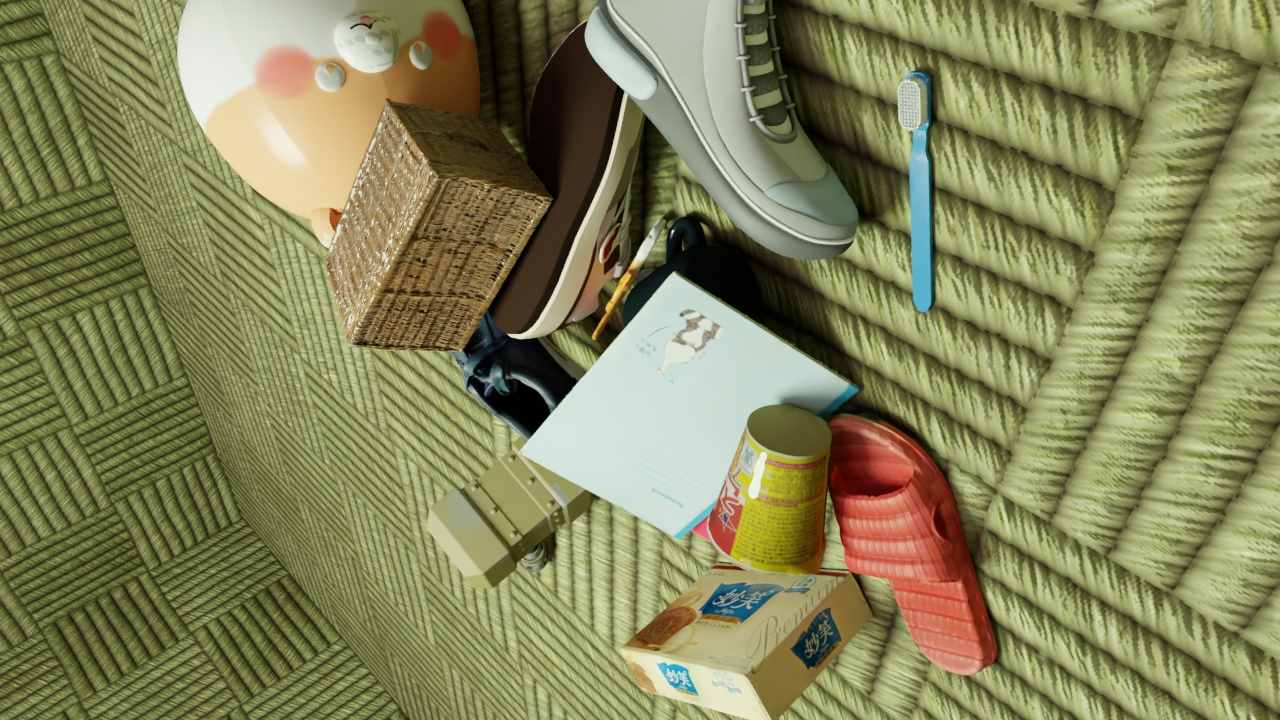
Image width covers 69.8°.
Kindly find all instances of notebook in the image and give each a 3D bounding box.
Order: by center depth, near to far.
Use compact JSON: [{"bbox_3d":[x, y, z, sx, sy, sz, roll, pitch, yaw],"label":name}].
[{"bbox_3d":[0.032,0.052,0.778,0.181,0.009,0.254,30,129,-15],"label":"notebook"}]

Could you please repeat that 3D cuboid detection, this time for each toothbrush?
[{"bbox_3d":[0.182,-0.105,0.603,0.016,0.014,0.167,21,132,44],"label":"toothbrush"}]

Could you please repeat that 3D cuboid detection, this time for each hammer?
[{"bbox_3d":[-0.152,0.225,1.205,0.100,0.190,0.325,46,163,18],"label":"hammer"}]

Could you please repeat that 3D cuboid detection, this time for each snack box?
[{"bbox_3d":[0.096,0.263,0.886,0.208,0.153,0.055,-15,106,56],"label":"snack box"}]

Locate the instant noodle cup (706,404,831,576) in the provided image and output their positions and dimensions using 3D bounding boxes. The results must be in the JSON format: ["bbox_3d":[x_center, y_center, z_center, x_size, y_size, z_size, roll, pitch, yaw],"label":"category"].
[{"bbox_3d":[0.109,0.099,0.742,0.100,0.100,0.113,31,131,36],"label":"instant noodle cup"}]

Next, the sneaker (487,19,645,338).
[{"bbox_3d":[-0.036,-0.147,0.802,0.112,0.116,0.294,42,125,34],"label":"sneaker"}]

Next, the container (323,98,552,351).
[{"bbox_3d":[-0.182,-0.111,0.784,0.199,0.113,0.112,-54,53,30],"label":"container"}]

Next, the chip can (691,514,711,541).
[{"bbox_3d":[0.051,0.133,0.917,0.221,0.069,0.069,21,132,44],"label":"chip can"}]

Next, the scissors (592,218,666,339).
[{"bbox_3d":[-0.010,-0.073,0.804,0.011,0.131,0.125,29,178,-4],"label":"scissors"}]

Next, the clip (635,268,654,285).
[{"bbox_3d":[-0.007,0.006,0.893,0.165,0.031,0.168,147,127,-75],"label":"clip"}]

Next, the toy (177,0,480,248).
[{"bbox_3d":[-0.273,-0.253,0.850,0.266,0.262,0.281,-13,100,64],"label":"toy"}]

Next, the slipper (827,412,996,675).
[{"bbox_3d":[0.210,0.158,0.738,0.104,0.059,0.249,-11,108,56],"label":"slipper"}]

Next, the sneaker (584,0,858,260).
[{"bbox_3d":[0.080,-0.199,0.608,0.256,0.092,0.161,50,138,11],"label":"sneaker"}]

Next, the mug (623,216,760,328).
[{"bbox_3d":[0.042,-0.063,0.772,0.095,0.085,0.121,-28,64,57],"label":"mug"}]

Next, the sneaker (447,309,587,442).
[{"bbox_3d":[-0.157,-0.011,0.900,0.294,0.127,0.121,47,127,17],"label":"sneaker"}]
